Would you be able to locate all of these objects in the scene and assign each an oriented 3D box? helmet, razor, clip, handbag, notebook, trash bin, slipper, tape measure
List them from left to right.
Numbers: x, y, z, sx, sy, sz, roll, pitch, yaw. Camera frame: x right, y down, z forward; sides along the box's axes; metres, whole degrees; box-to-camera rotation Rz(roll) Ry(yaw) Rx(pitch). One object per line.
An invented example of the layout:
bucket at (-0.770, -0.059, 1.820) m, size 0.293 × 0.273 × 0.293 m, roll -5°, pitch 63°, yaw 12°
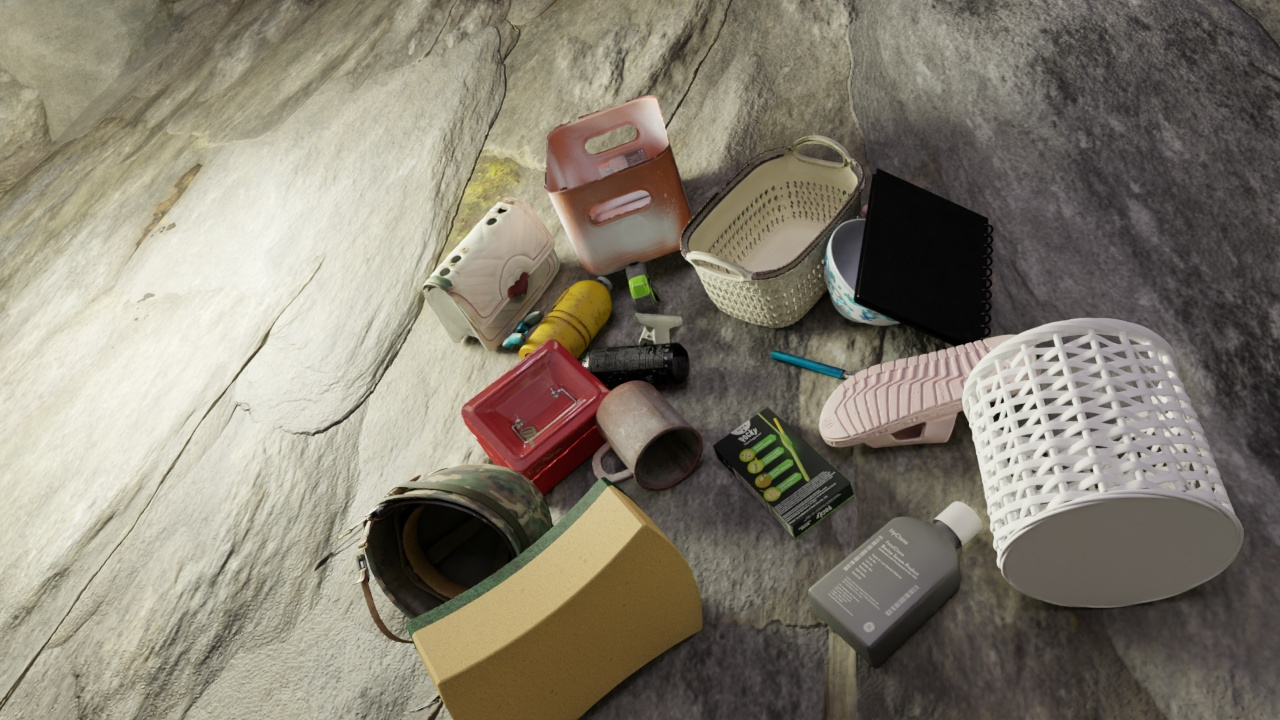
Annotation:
helmet at (-0.205, 0.214, 0.958) m, size 0.225 × 0.192 × 0.235 m, roll -31°, pitch 7°, yaw 24°
handbag at (-0.213, -0.127, 1.339) m, size 0.096 × 0.142 × 0.198 m, roll 16°, pitch 57°, yaw 32°
trash bin at (-0.029, -0.256, 1.346) m, size 0.182 × 0.157 × 0.259 m, roll -18°, pitch 32°, yaw 6°
tape measure at (0.006, -0.097, 1.269) m, size 0.036 × 0.059 × 0.065 m, roll -17°, pitch 41°, yaw 6°
clip at (0.023, -0.034, 1.208) m, size 0.040 × 0.101 × 0.054 m, roll 19°, pitch 102°, yaw 36°
razor at (0.220, 0.008, 1.102) m, size 0.144 × 0.022 × 0.042 m, roll 12°, pitch 15°, yaw 38°
notebook at (0.346, -0.122, 1.104) m, size 0.169 × 0.019 × 0.230 m, roll 23°, pitch 52°, yaw -5°
slipper at (0.313, 0.042, 0.994) m, size 0.240 × 0.064 × 0.094 m, roll -21°, pitch 38°, yaw 24°

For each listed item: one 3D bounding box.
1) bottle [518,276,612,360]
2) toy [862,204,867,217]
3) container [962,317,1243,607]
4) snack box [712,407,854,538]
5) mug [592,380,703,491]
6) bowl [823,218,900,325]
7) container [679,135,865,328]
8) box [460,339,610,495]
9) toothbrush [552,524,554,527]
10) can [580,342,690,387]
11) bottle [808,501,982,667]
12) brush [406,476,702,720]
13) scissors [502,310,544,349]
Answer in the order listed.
bottle at (-0.093, -0.052, 1.261) m, size 0.071 × 0.071 × 0.163 m, roll 14°, pitch 55°, yaw 34°
toy at (0.337, -0.187, 1.212) m, size 0.099 × 0.053 × 0.096 m, roll -39°, pitch 52°, yaw -8°
container at (0.399, 0.092, 0.815) m, size 0.189 × 0.189 × 0.186 m, roll -9°, pitch 46°, yaw 16°
snack box at (0.155, 0.121, 1.015) m, size 0.080 × 0.025 × 0.147 m, roll -34°, pitch 44°, yaw -10°
mug at (-0.005, 0.094, 1.066) m, size 0.122 × 0.096 × 0.110 m, roll -29°, pitch 37°, yaw -13°
bowl at (0.277, -0.093, 1.116) m, size 0.144 × 0.074 × 0.143 m, roll 11°, pitch 54°, yaw -16°
container at (0.179, -0.161, 1.194) m, size 0.185 × 0.143 × 0.251 m, roll 23°, pitch 60°, yaw 37°
box at (-0.118, 0.080, 1.139) m, size 0.157 × 0.117 × 0.135 m, roll -37°, pitch 59°, yaw -18°
toothbrush at (-0.081, 0.214, 1.027) m, size 0.197 × 0.031 × 0.030 m, roll 25°, pitch 48°, yaw 38°
can at (-0.007, 0.007, 1.178) m, size 0.138 × 0.054 × 0.053 m, roll -3°, pitch 47°, yaw 22°
bottle at (0.254, 0.201, 0.877) m, size 0.173 × 0.046 × 0.084 m, roll -37°, pitch 44°, yaw -13°
brush at (-0.071, 0.250, 0.866) m, size 0.250 × 0.195 × 0.075 m, roll -36°, pitch 44°, yaw -12°
scissors at (-0.164, -0.042, 1.261) m, size 0.151 × 0.019 × 0.130 m, roll -44°, pitch 14°, yaw 27°
